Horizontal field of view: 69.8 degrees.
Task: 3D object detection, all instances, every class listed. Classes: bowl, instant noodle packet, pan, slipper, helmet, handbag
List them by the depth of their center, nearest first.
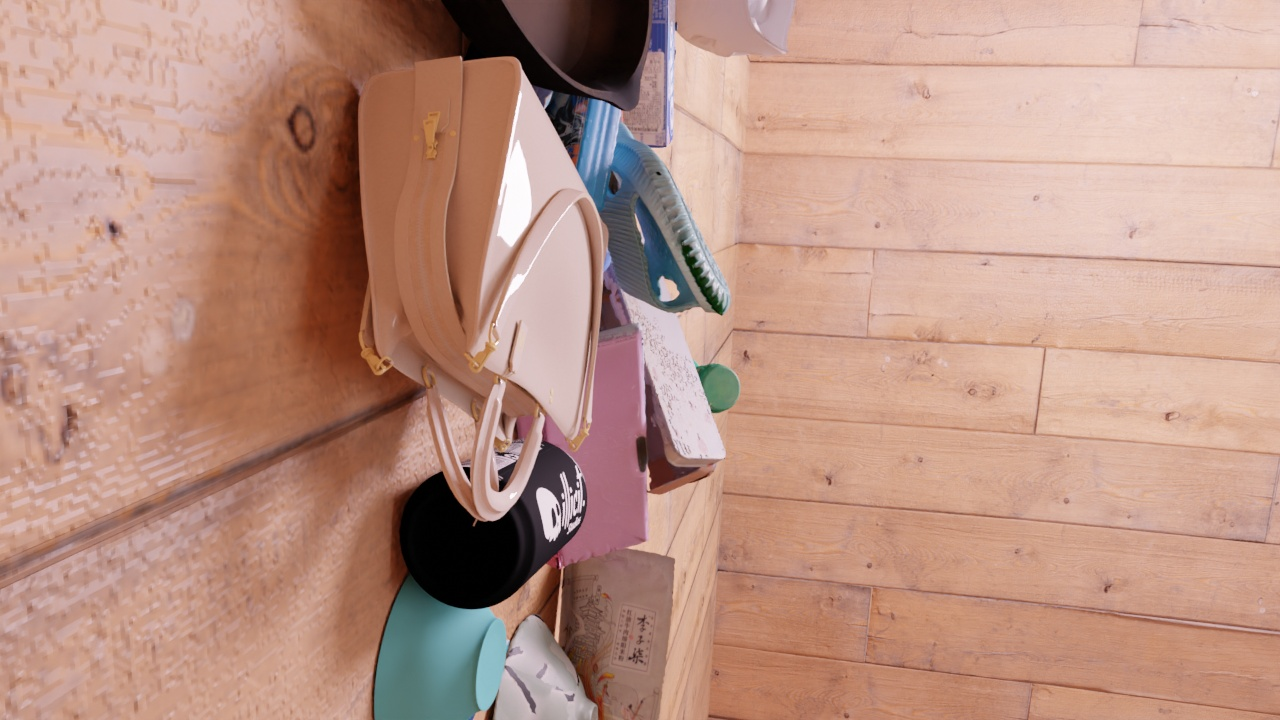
[{"bbox_3d":[-0.074,-0.017,0.469,0.194,0.101,0.197,57,31,-69],"label":"handbag"},{"bbox_3d":[-0.041,-0.283,0.543,0.354,0.043,0.249,-57,134,-54],"label":"pan"},{"bbox_3d":[-0.111,0.180,0.553,0.121,0.046,0.121,6,89,-80],"label":"bowl"},{"bbox_3d":[-0.005,-0.110,0.687,0.276,0.069,0.116,-113,177,-61],"label":"slipper"},{"bbox_3d":[-0.073,0.306,0.768,0.174,0.068,0.174,6,89,-82],"label":"bowl"},{"bbox_3d":[-0.038,0.301,0.829,0.057,0.147,0.269,11,83,-45],"label":"instant noodle packet"},{"bbox_3d":[0.108,-0.499,1.083,0.283,0.184,0.223,91,3,-58],"label":"helmet"}]

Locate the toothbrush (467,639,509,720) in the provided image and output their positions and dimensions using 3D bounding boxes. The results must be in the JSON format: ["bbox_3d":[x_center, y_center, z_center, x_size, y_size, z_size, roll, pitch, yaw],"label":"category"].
[{"bbox_3d":[-0.117,0.235,0.630,0.132,0.016,0.021,-66,156,-63],"label":"toothbrush"}]

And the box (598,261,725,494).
[{"bbox_3d":[-0.001,0.008,0.818,0.094,0.108,0.216,1,62,-40],"label":"box"}]

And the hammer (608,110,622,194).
[{"bbox_3d":[-0.026,-0.258,0.888,0.132,0.033,0.334,-75,166,-52],"label":"hammer"}]

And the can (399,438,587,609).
[{"bbox_3d":[-0.085,0.095,0.569,0.146,0.080,0.080,-16,111,-79],"label":"can"}]

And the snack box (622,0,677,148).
[{"bbox_3d":[0.006,-0.339,0.953,0.059,0.059,0.227,-70,162,-68],"label":"snack box"}]

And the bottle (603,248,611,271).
[{"bbox_3d":[-0.046,-0.094,0.742,0.131,0.048,0.048,-87,175,-52],"label":"bottle"}]

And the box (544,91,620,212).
[{"bbox_3d":[-0.061,-0.191,0.682,0.175,0.063,0.243,141,-39,-62],"label":"box"}]

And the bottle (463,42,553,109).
[{"bbox_3d":[-0.078,-0.179,0.557,0.056,0.056,0.160,79,19,-55],"label":"bottle"}]

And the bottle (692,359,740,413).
[{"bbox_3d":[0.030,0.025,0.925,0.210,0.068,0.068,179,-84,-66],"label":"bottle"}]

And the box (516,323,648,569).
[{"bbox_3d":[-0.038,0.066,0.743,0.099,0.099,0.233,-60,154,-51],"label":"box"}]

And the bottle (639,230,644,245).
[{"bbox_3d":[-0.018,-0.075,0.924,0.060,0.060,0.108,54,41,-74],"label":"bottle"}]
